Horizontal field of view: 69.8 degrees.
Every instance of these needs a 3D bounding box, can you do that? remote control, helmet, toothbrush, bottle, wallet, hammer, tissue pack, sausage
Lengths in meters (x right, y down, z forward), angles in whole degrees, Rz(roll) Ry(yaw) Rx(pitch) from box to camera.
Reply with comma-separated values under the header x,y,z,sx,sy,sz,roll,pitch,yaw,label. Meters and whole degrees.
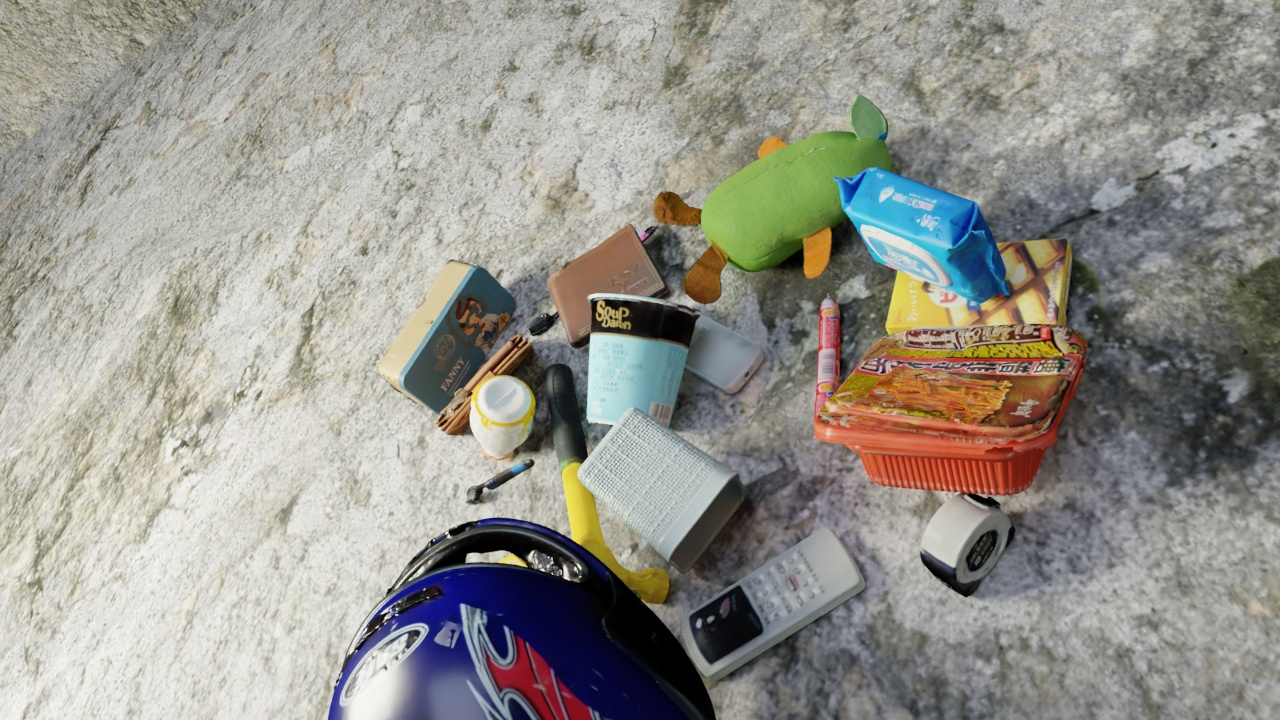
x,y,z,sx,sy,sz,roll,pitch,yaw,label
0.061,-0.014,0.909,0.056,0.020,0.136,-51,46,-7,remote control
-0.088,0.245,0.609,0.247,0.240,0.315,-41,70,4,helmet
0.102,0.193,0.728,0.150,0.021,0.058,-35,45,7,remote control
-0.139,0.119,0.888,0.190,0.014,0.016,-32,36,58,toothbrush
-0.141,0.063,0.930,0.063,0.109,0.063,6,57,-9,bottle
-0.166,0.027,0.991,0.131,0.031,0.108,-49,3,-8,wallet
-0.057,-0.093,1.051,0.189,0.018,0.014,-41,53,0,toothbrush
-0.038,-0.080,1.008,0.124,0.032,0.101,-32,56,7,wallet
-0.062,0.104,0.866,0.300,0.128,0.033,-106,35,-51,hammer
0.231,-0.104,0.764,0.052,0.095,0.157,-52,44,-2,tissue pack
0.169,0.003,0.824,0.020,0.020,0.155,-10,54,29,sausage

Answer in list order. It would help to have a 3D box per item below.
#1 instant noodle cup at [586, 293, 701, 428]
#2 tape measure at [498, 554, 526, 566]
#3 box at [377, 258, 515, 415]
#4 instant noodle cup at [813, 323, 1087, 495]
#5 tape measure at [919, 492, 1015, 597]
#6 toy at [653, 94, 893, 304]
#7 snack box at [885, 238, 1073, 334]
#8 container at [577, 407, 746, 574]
x,y,z,sx,sy,sz,roll,pitch,yaw,label
-0.005,0.005,0.871,0.111,0.111,0.120,6,86,37,instant noodle cup
-0.115,0.211,0.857,0.057,0.029,0.059,-17,50,22,tape measure
-0.227,-0.023,1.065,0.062,0.090,0.184,13,69,39,box
0.233,0.038,0.678,0.165,0.079,0.188,1,24,36,instant noodle cup
0.232,0.128,0.655,0.065,0.066,0.033,-50,44,-8,tape measure
0.140,-0.155,0.912,0.247,0.090,0.226,-24,48,13,toy
0.286,-0.057,0.779,0.141,0.034,0.086,-1,57,36,snack box
0.016,0.106,0.776,0.111,0.090,0.090,36,80,22,container
